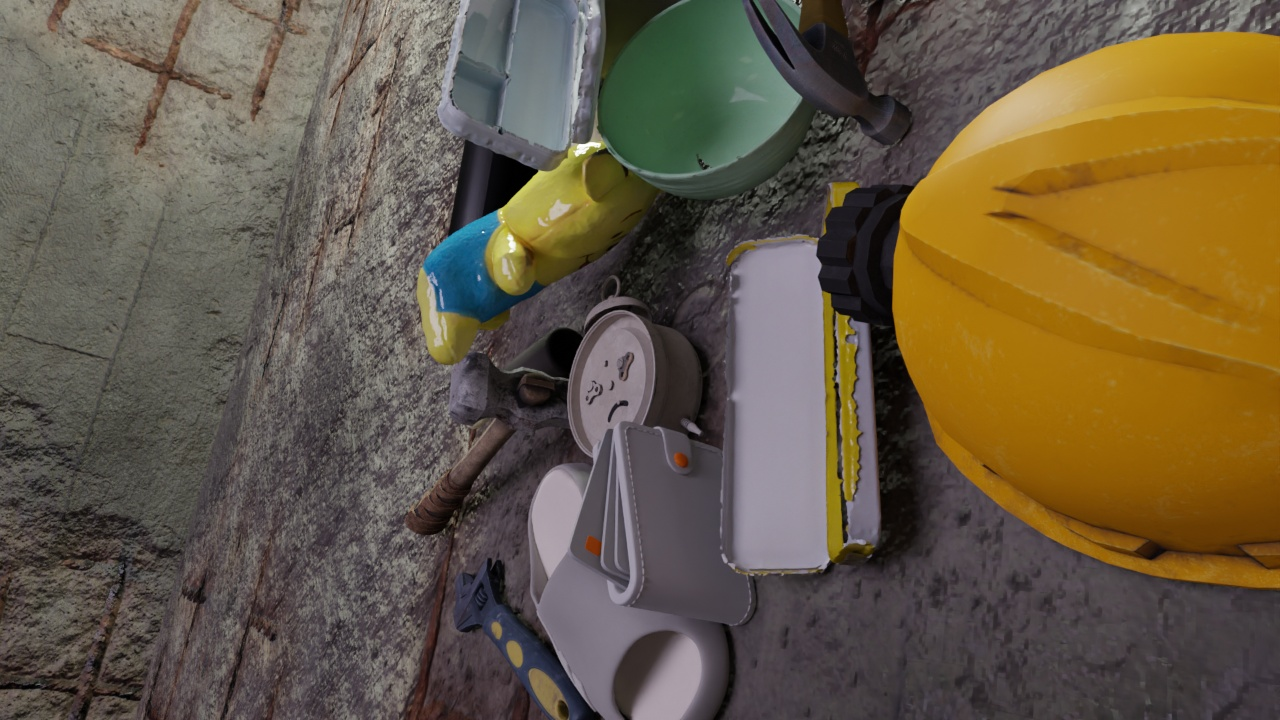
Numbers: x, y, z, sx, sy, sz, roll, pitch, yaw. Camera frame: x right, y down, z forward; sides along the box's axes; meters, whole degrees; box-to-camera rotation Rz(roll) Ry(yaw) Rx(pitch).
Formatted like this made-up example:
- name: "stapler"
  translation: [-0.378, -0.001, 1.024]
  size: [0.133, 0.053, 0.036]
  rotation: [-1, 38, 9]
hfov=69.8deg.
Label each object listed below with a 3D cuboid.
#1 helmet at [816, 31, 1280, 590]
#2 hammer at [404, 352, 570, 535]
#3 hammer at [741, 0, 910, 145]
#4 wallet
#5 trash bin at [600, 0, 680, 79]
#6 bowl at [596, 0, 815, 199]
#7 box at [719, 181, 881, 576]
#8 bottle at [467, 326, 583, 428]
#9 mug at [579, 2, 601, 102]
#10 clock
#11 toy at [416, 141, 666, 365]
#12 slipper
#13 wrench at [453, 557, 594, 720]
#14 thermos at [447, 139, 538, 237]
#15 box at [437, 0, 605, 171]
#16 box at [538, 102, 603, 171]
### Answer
- name: "helmet"
  translation: [0.169, -0.035, 0.334]
  size: [0.256, 0.131, 0.205]
  rotation: [17, 88, 58]
- name: "hammer"
  translation: [-0.148, 0.093, 0.818]
  size: [0.320, 0.121, 0.048]
  rotation: [-46, 38, 49]
- name: "hammer"
  translation: [0.108, -0.295, 0.569]
  size: [0.025, 0.117, 0.332]
  rotation: [-25, 56, 47]
- name: "wallet"
  translation: [0.007, 0.091, 0.538]
  size: [0.038, 0.115, 0.118]
  rotation: [-45, 40, 37]
- name: "trash bin"
  translation: [0.020, -0.349, 0.694]
  size: [0.192, 0.097, 0.219]
  rotation: [104, 169, -51]
- name: "bowl"
  translation: [0.053, -0.168, 0.619]
  size: [0.151, 0.077, 0.150]
  rotation: [-11, 62, 22]
- name: "box"
  translation: [0.093, 0.011, 0.507]
  size: [0.117, 0.057, 0.209]
  rotation: [-29, 51, 51]
- name: "bottle"
  translation: [-0.113, 0.025, 0.832]
  size: [0.185, 0.045, 0.045]
  rotation: [-32, 48, 47]
- name: "mug"
  translation: [-0.062, -0.294, 0.902]
  size: [0.111, 0.084, 0.104]
  rotation: [27, 109, 31]
- name: "clock"
  translation: [-0.004, 0.004, 0.659]
  size: [0.104, 0.061, 0.156]
  rotation: [-43, 48, 39]
- name: "toy"
  translation: [-0.075, -0.095, 0.696]
  size: [0.214, 0.084, 0.148]
  rotation: [-37, 10, 10]
- name: "slipper"
  translation: [-0.040, 0.147, 0.617]
  size: [0.113, 0.080, 0.266]
  rotation: [-60, 32, 12]
- name: "wrench"
  translation: [-0.103, 0.223, 0.733]
  size: [0.274, 0.022, 0.073]
  rotation: [21, 92, 60]
- name: "thermos"
  translation: [-0.144, -0.182, 0.945]
  size: [0.086, 0.086, 0.198]
  rotation: [-13, 66, 55]
- name: "box"
  translation: [-0.060, -0.248, 0.639]
  size: [0.127, 0.106, 0.214]
  rotation: [-44, 36, 42]
- name: "box"
  translation: [-0.093, -0.252, 0.838]
  size: [0.166, 0.092, 0.083]
  rotation: [68, 167, -3]
